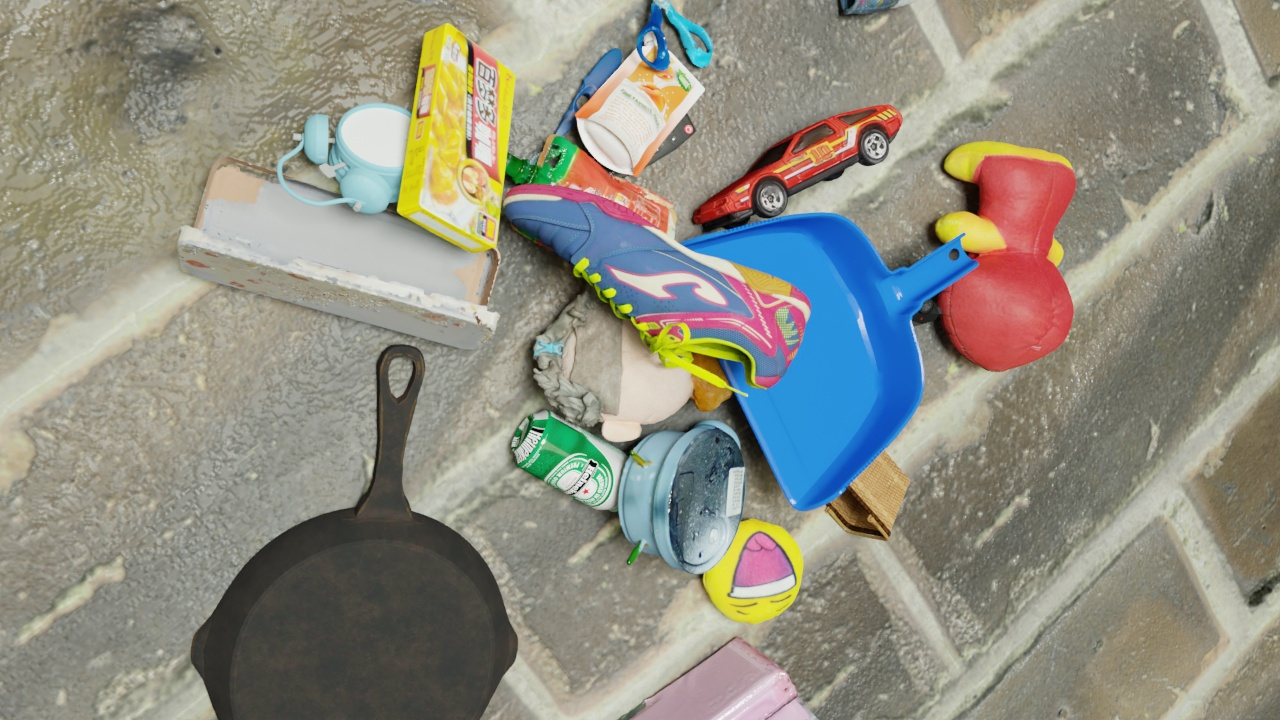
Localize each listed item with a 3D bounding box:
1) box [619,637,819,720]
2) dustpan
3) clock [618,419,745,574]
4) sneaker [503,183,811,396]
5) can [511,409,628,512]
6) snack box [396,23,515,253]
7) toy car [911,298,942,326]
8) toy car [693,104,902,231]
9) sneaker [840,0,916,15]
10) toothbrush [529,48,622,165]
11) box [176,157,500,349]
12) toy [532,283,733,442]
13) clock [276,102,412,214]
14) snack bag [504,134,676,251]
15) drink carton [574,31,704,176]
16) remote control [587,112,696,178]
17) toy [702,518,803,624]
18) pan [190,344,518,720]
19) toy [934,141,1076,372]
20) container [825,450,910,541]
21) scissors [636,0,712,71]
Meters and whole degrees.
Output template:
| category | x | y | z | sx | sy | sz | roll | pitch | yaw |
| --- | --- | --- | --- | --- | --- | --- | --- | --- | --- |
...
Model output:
| category | x | y | z | sx | sy | sz | roll | pitch | yaw |
| --- | --- | --- | --- | --- | --- | --- | --- | --- | --- |
| box | 0.036 | 0.334 | 0.741 | 0.232 | 0.179 | 0.059 | -31 | 121 | -18 |
| dustpan | 0.187 | -0.041 | 0.785 | 0.257 | 0.060 | 0.245 | -31 | 99 | -26 |
| clock | 0.045 | 0.110 | 0.761 | 0.161 | 0.060 | 0.118 | -1 | 95 | -54 |
| sneaker | 0.003 | -0.051 | 0.670 | 0.242 | 0.116 | 0.091 | 24 | 84 | 0 |
| can | -0.054 | 0.082 | 0.748 | 0.101 | 0.053 | 0.053 | 32 | 82 | -20 |
| snack box | -0.132 | -0.162 | 0.672 | 0.075 | 0.025 | 0.152 | 27 | 60 | -49 |
| toy car | 0.233 | -0.051 | 0.855 | 0.091 | 0.042 | 0.036 | 2 | 117 | -21 |
| toy car | 0.134 | -0.164 | 0.786 | 0.189 | 0.082 | 0.056 | -31 | 98 | -16 |
| sneaker | 0.175 | -0.411 | 0.785 | 0.079 | 0.087 | 0.235 | -29 | 107 | -11 |
| toothbrush | -0.053 | -0.203 | 0.747 | 0.021 | 0.016 | 0.132 | 37 | 81 | -22 |
| box | -0.209 | -0.079 | 0.669 | 0.216 | 0.095 | 0.107 | 16 | 61 | -21 |
| toy | -0.004 | 0.004 | 0.752 | 0.175 | 0.076 | 0.132 | 12 | 74 | -21 |
| clock | -0.202 | -0.144 | 0.663 | 0.122 | 0.042 | 0.087 | -34 | 76 | -35 |
| snack bag | -0.045 | -0.123 | 0.736 | 0.155 | 0.044 | 0.087 | 26 | 82 | -24 |
| drink carton | 0.003 | -0.212 | 0.747 | 0.069 | 0.039 | 0.122 | 43 | 60 | -14 |
| remote control | -0.010 | -0.176 | 0.768 | 0.124 | 0.010 | 0.039 | -34 | 105 | -15 |
| toy | 0.101 | 0.189 | 0.822 | 0.095 | 0.041 | 0.094 | -5 | 92 | -17 |
| pan | -0.202 | 0.165 | 0.703 | 0.248 | 0.043 | 0.356 | 7 | 91 | -21 |
| toy | 0.349 | -0.097 | 0.869 | 0.147 | 0.099 | 0.216 | 5 | 87 | -14 |
| container | 0.192 | 0.104 | 0.842 | 0.114 | 0.063 | 0.061 | 47 | 70 | -17 |
| scissors | 0.011 | -0.291 | 0.748 | 0.132 | 0.015 | 0.109 | 56 | 48 | -18 |
